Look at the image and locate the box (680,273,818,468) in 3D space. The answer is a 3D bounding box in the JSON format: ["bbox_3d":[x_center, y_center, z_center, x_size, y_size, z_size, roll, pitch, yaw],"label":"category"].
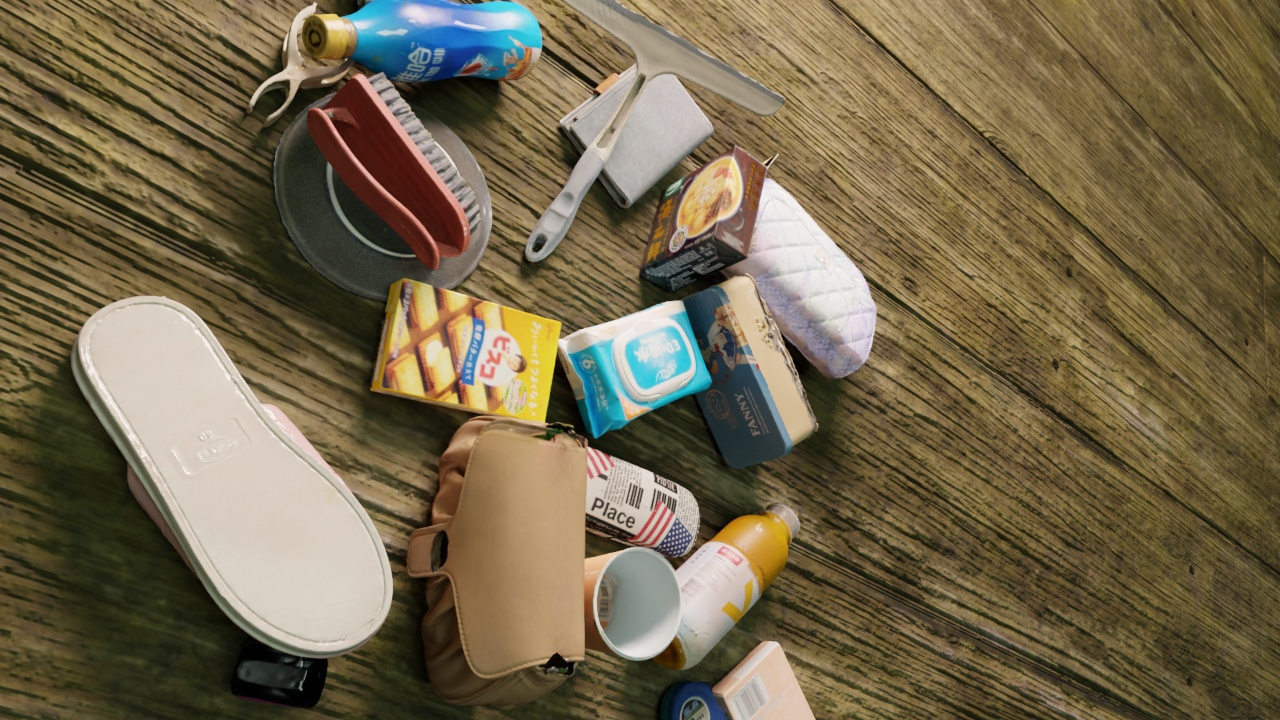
[{"bbox_3d":[0.095,0.016,0.861,0.059,0.090,0.184,-22,86,-40],"label":"box"}]

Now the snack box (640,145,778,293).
[{"bbox_3d":[0.064,-0.137,0.863,0.053,0.113,0.125,28,62,-28],"label":"snack box"}]

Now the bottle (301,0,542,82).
[{"bbox_3d":[-0.168,-0.254,0.725,0.218,0.065,0.065,-24,93,-53],"label":"bottle"}]

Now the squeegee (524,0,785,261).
[{"bbox_3d":[-0.036,-0.190,0.825,0.246,0.039,0.246,30,82,-1],"label":"squeegee"}]

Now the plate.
[{"bbox_3d":[-0.196,-0.134,0.729,0.179,0.024,0.179,11,72,-34],"label":"plate"}]

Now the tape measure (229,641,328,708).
[{"bbox_3d":[-0.232,0.201,0.592,0.057,0.058,0.039,13,67,-9],"label":"tape measure"}]

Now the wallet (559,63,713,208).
[{"bbox_3d":[-0.004,-0.224,0.884,0.129,0.037,0.106,-44,104,-23],"label":"wallet"}]

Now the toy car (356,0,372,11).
[{"bbox_3d":[-0.215,-0.309,0.753,0.043,0.036,0.091,-1,80,-35],"label":"toy car"}]

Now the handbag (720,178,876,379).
[{"bbox_3d":[0.158,-0.086,0.932,0.194,0.076,0.133,40,44,-22],"label":"handbag"}]

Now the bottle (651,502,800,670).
[{"bbox_3d":[0.075,0.192,0.813,0.189,0.068,0.068,-35,99,-37],"label":"bottle"}]

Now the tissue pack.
[{"bbox_3d":[-0.005,0.005,0.807,0.139,0.063,0.090,-21,91,-38],"label":"tissue pack"}]

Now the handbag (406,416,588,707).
[{"bbox_3d":[-0.100,0.136,0.649,0.099,0.148,0.204,14,66,-35],"label":"handbag"}]

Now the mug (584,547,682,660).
[{"bbox_3d":[-0.035,0.185,0.700,0.078,0.123,0.078,10,73,-33],"label":"mug"}]

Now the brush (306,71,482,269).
[{"bbox_3d":[-0.182,-0.136,0.686,0.146,0.063,0.069,53,43,-14],"label":"brush"}]

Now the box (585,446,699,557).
[{"bbox_3d":[-0.020,0.121,0.785,0.164,0.057,0.071,28,80,-26],"label":"box"}]

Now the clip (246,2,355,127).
[{"bbox_3d":[-0.267,-0.232,0.699,0.103,0.035,0.092,-34,103,-29],"label":"clip"}]

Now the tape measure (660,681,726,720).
[{"bbox_3d":[0.042,0.303,0.787,0.058,0.025,0.054,-25,91,-42],"label":"tape measure"}]

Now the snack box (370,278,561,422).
[{"bbox_3d":[-0.135,-0.004,0.726,0.140,0.034,0.087,16,78,-33],"label":"snack box"}]

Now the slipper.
[{"bbox_3d":[-0.266,0.078,0.600,0.274,0.055,0.113,52,50,-1],"label":"slipper"}]

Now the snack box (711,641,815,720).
[{"bbox_3d":[0.126,0.347,0.836,0.084,0.026,0.157,-28,95,-38],"label":"snack box"}]
